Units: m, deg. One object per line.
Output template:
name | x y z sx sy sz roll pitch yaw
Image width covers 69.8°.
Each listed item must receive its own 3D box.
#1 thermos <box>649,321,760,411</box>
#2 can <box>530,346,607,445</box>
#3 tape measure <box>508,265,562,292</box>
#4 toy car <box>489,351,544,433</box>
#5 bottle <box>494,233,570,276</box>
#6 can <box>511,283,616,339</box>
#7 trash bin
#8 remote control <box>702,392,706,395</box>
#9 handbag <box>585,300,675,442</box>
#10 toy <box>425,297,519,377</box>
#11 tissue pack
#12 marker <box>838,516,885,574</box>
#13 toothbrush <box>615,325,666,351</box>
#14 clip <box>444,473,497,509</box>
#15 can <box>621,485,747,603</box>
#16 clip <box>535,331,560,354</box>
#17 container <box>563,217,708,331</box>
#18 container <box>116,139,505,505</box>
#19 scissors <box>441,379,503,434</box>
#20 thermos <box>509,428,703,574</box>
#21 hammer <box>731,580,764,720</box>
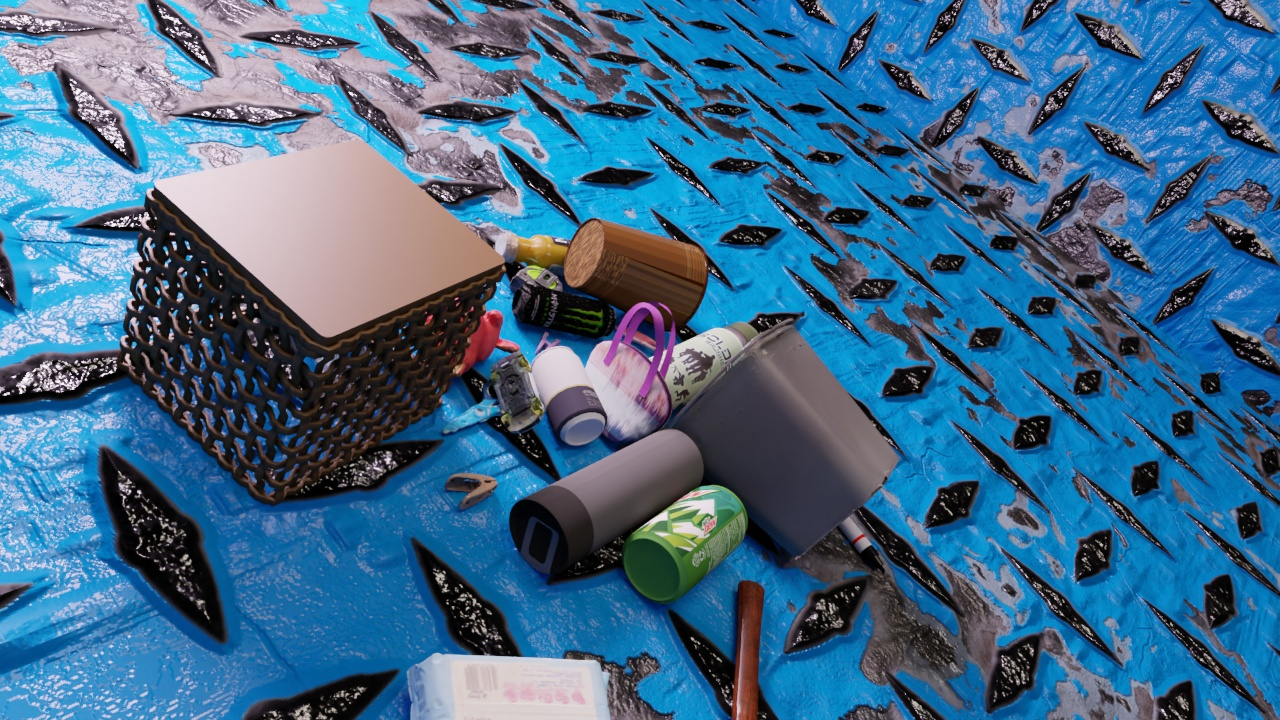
thermos | 0.078 0.011 1.244 0.082 0.083 0.230 46 42 19
can | -0.089 0.038 1.104 0.064 0.064 0.127 3 44 -36
tape measure | -0.139 -0.106 1.268 0.065 0.036 0.058 31 34 -1
toy car | -0.141 0.039 1.064 0.033 0.048 0.105 50 14 -53
bottle | -0.118 -0.150 1.324 0.185 0.053 0.053 6 42 -33
can | -0.103 -0.065 1.230 0.137 0.054 0.054 12 39 -29
trash bin | 0.179 0.099 1.128 0.220 0.198 0.197 47 25 10
remote control | 0.130 0.074 1.276 0.136 0.015 0.032 40 35 15
handbag | -0.007 0.007 1.107 0.067 0.170 0.144 -12 42 -45
toy | -0.205 -0.014 1.096 0.132 0.088 0.094 19 66 -51
tissue pack | -0.100 0.307 0.760 0.181 0.070 0.112 14 39 -29
marker | 0.274 0.219 1.205 0.019 0.019 0.145 -7 51 -43
toothbrush | 0.024 -0.016 1.303 0.135 0.016 0.021 31 34 -3
clip | -0.178 0.131 0.958 0.039 0.024 0.060 44 26 11
can | 0.051 0.196 1.002 0.083 0.083 0.143 44 36 16
clip | -0.127 -0.023 1.198 0.041 0.014 0.052 45 34 17
container | -0.010 -0.126 1.290 0.167 0.132 0.132 17 37 -33
container | -0.317 -0.049 0.898 0.219 0.215 0.250 40 35 10
scissors | -0.181 0.059 1.056 0.066 0.015 0.134 44 38 12
thermos | -0.031 0.148 0.997 0.082 0.082 0.239 46 36 18
hammer | 0.104 0.340 0.916 0.111 0.028 0.299 27 34 -9
